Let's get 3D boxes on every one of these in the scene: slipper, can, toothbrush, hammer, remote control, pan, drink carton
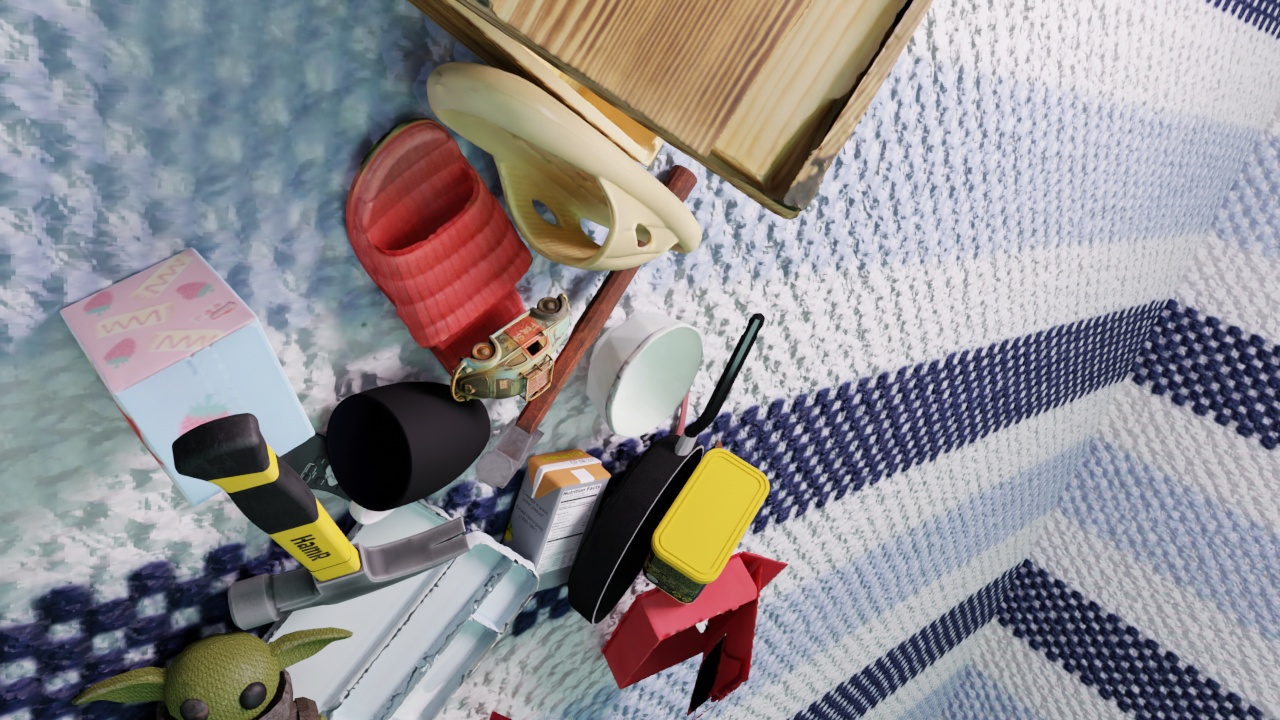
[{"bbox_3d":[-0.122,-0.051,0.641,0.103,0.059,0.249,-41,144,-19],"label":"slipper"},{"bbox_3d":[0.063,0.170,0.927,0.130,0.072,0.101,-53,169,-28],"label":"can"},{"bbox_3d":[0.042,0.074,0.970,0.015,0.016,0.185,-28,135,-43],"label":"toothbrush"},{"bbox_3d":[-0.053,-0.107,0.613,0.261,0.111,0.079,28,85,-59],"label":"slipper"},{"bbox_3d":[-0.198,0.099,0.551,0.169,0.034,0.325,-15,158,-12],"label":"hammer"},{"bbox_3d":[-0.227,0.077,0.666,0.046,0.009,0.124,-56,145,3],"label":"remote control"},{"bbox_3d":[0.024,0.101,0.875,0.203,0.044,0.356,-34,152,-62],"label":"pan"},{"bbox_3d":[-0.082,0.149,0.857,0.076,0.048,0.125,-4,121,-47],"label":"drink carton"},{"bbox_3d":[-0.040,-0.031,0.746,0.300,0.028,0.111,-58,-179,-7],"label":"hammer"}]

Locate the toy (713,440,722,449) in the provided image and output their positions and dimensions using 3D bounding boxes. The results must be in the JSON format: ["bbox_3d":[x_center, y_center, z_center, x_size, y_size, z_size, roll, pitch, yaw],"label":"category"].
[{"bbox_3d":[0.104,0.138,1.077,0.090,0.071,0.103,-19,110,-56],"label":"toy"}]

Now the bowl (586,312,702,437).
[{"bbox_3d":[-0.005,0.005,0.814,0.117,0.061,0.118,-36,146,-29],"label":"bowl"}]

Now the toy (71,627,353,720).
[{"bbox_3d":[-0.298,0.271,0.668,0.179,0.078,0.153,-8,114,-24],"label":"toy"}]

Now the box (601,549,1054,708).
[{"bbox_3d":[0.198,0.313,1.069,0.467,0.138,0.215,1,147,-15],"label":"box"}]

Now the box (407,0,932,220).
[{"bbox_3d":[0.028,-0.262,0.475,0.269,0.264,0.279,26,99,-52],"label":"box"}]

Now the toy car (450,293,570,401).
[{"bbox_3d":[-0.083,-0.001,0.659,0.111,0.047,0.047,-39,161,-30],"label":"toy car"}]

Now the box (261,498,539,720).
[{"bbox_3d":[-0.206,0.222,0.769,0.190,0.038,0.209,39,86,-35],"label":"box"}]

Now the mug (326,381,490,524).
[{"bbox_3d":[-0.168,0.069,0.671,0.100,0.085,0.119,-17,143,-58],"label":"mug"}]

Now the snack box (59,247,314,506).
[{"bbox_3d":[-0.250,0.008,0.511,0.079,0.095,0.093,-35,141,-26],"label":"snack box"}]
